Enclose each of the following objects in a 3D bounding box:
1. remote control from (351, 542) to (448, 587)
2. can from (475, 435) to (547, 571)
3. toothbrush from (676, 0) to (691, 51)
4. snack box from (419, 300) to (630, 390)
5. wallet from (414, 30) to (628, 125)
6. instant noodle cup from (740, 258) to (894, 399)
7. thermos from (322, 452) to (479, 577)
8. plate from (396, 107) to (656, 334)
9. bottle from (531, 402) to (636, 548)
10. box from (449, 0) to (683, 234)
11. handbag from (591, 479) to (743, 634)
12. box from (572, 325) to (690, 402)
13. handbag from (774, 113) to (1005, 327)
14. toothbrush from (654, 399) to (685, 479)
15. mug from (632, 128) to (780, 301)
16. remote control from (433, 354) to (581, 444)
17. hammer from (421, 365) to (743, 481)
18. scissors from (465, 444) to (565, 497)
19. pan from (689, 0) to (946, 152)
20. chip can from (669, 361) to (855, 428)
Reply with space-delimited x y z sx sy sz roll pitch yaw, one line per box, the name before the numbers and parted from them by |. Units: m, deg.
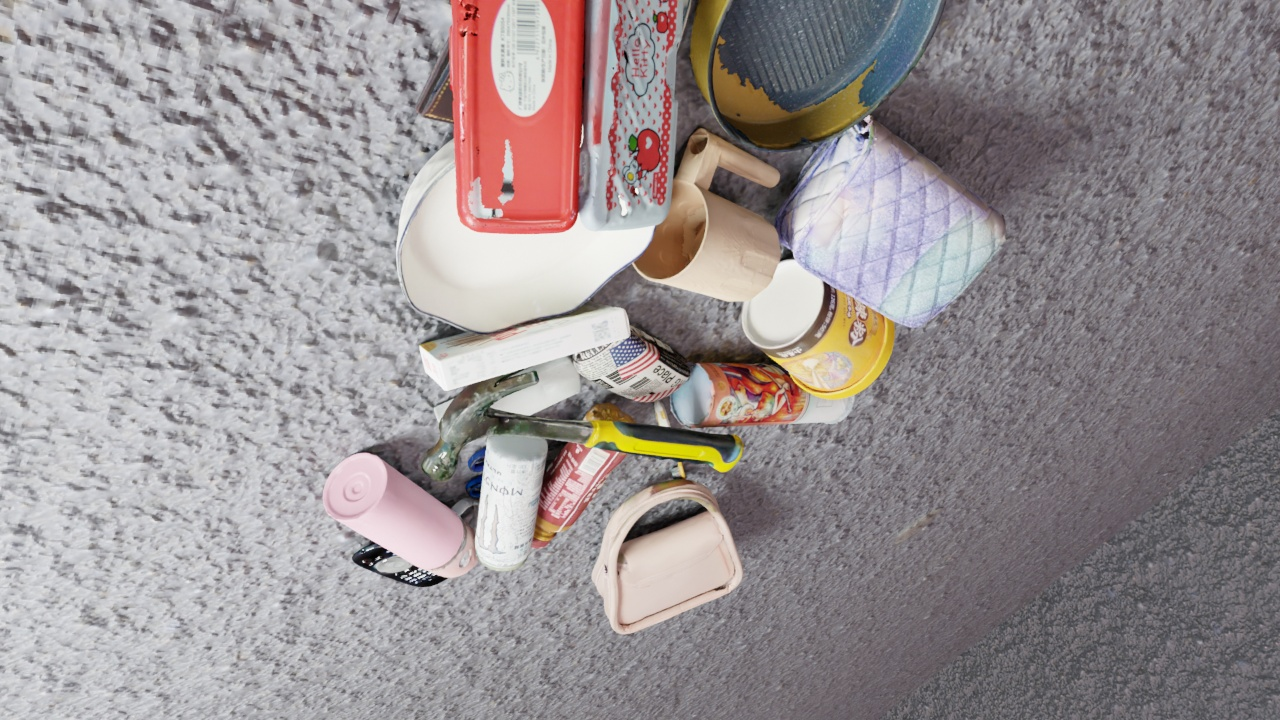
remote control | -0.251 0.211 0.968 0.053 0.024 0.136 -25 147 11
can | -0.128 0.136 0.901 0.058 0.058 0.147 -8 127 -29
toothbrush | 0.015 -0.194 0.660 0.016 0.018 0.192 -13 142 -26
snack box | -0.095 -0.015 0.748 0.156 0.085 0.027 -16 105 -20
wallet | -0.074 -0.185 0.605 0.122 0.020 0.097 5 138 -42
instant noodle cup | 0.168 -0.035 0.897 0.119 0.118 0.114 -45 135 20
thermos | -0.216 0.149 0.889 0.087 0.067 0.198 -56 148 -14
plate | -0.081 -0.102 0.667 0.204 0.045 0.205 -22 150 -13
bottle | -0.070 0.123 0.944 0.057 0.057 0.175 10 125 -44
box | -0.037 -0.176 0.549 0.161 0.058 0.201 -7 111 -28
handbag | 0.029 0.233 1.160 0.193 0.093 0.234 -22 140 -11
box | -0.006 0.002 0.875 0.069 0.052 0.164 -48 150 7
handbag | 0.220 -0.121 0.820 0.193 0.075 0.134 24 116 -32
toothbrush | 0.032 0.094 1.040 0.018 0.016 0.191 -20 146 0
mug | 0.061 -0.114 0.754 0.103 0.084 0.125 12 101 -46
remote control | -0.120 0.035 0.848 0.135 0.019 0.056 -25 145 -7
hammer | -0.030 0.068 0.844 0.322 0.032 0.126 10 125 -36
scissors | -0.105 0.106 0.958 0.172 0.012 0.133 12 126 -46
pan | 0.103 -0.262 0.585 0.198 0.078 0.357 -36 146 7
chip can | 0.135 0.037 0.995 0.214 0.071 0.071 1 135 -36
